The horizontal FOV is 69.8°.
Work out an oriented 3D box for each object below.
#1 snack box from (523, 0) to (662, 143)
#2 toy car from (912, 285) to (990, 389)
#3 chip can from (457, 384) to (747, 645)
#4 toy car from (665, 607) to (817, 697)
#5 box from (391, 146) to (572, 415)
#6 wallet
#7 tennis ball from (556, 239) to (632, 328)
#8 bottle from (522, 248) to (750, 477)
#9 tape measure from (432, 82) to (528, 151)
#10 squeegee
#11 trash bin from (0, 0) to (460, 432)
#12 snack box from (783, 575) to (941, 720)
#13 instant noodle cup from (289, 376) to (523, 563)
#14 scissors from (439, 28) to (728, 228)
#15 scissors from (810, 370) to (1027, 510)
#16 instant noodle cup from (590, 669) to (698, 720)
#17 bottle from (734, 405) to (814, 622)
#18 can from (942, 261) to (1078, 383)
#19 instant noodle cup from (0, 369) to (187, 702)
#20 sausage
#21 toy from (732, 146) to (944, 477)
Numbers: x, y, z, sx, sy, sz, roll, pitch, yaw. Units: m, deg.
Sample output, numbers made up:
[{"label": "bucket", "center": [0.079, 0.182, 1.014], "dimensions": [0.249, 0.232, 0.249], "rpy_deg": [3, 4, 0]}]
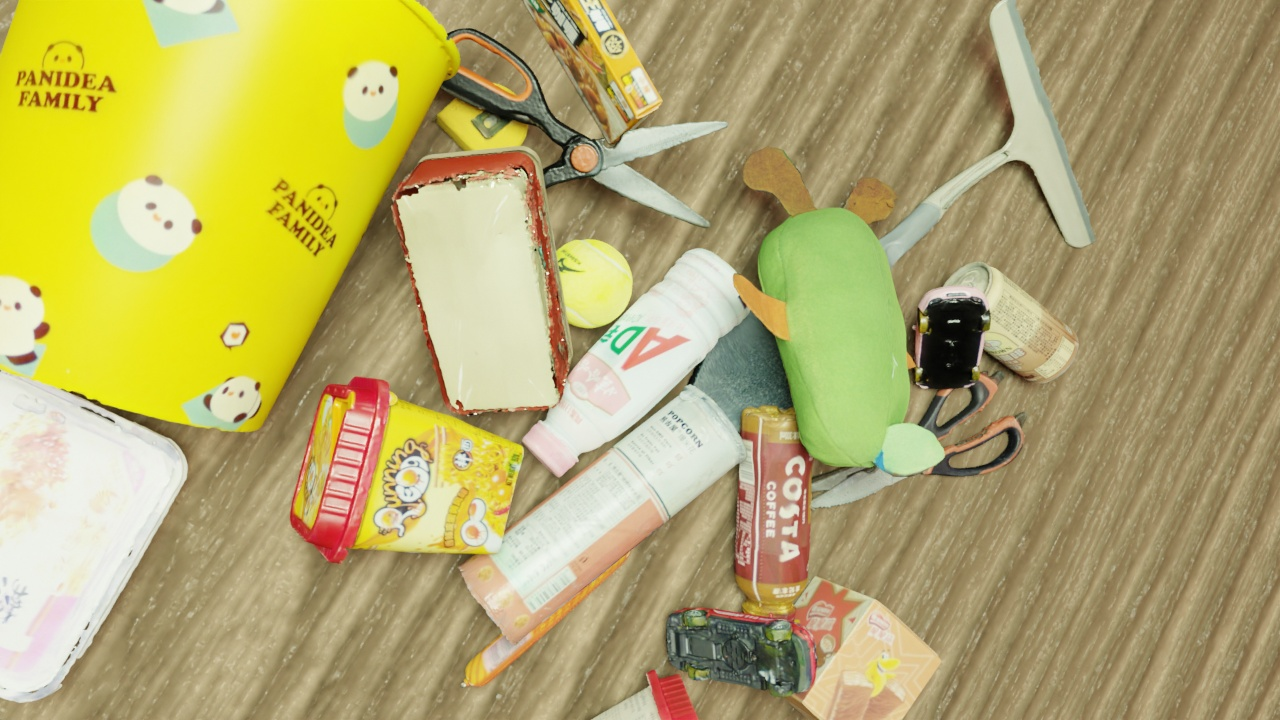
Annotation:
[{"label": "snack box", "center": [-0.043, -0.239, 0.670], "dimensions": [0.026, 0.075, 0.154], "rpy_deg": [-34, 98, -16]}, {"label": "toy car", "center": [0.248, -0.019, 0.738], "dimensions": [0.056, 0.122, 0.037], "rpy_deg": [0, 55, 13]}, {"label": "chip can", "center": [-0.026, 0.109, 0.662], "dimensions": [0.214, 0.071, 0.071], "rpy_deg": [-37, 99, -13]}, {"label": "toy car", "center": [0.075, 0.210, 0.677], "dimensions": [0.045, 0.121, 0.053], "rpy_deg": [-10, 98, -52]}, {"label": "box", "center": [-0.097, -0.046, 0.599], "dimensions": [0.091, 0.079, 0.168], "rpy_deg": [-4, 121, 5]}, {"label": "wallet", "center": [0.102, 0.017, 0.739], "dimensions": [0.121, 0.019, 0.097], "rpy_deg": [26, 82, -14]}, {"label": "tennis ball", "center": [-0.039, -0.056, 0.671], "dimensions": [0.065, 0.065, 0.065], "rpy_deg": [1, 88, -18]}, {"label": "bottle", "center": [-0.004, 0.004, 0.680], "dimensions": [0.196, 0.068, 0.068], "rpy_deg": [-45, 101, -11]}, {"label": "tape measure", "center": [-0.111, -0.174, 0.671], "dimensions": [0.060, 0.029, 0.057], "rpy_deg": [45, 76, -12]}, {"label": "squeegee", "center": [0.256, -0.129, 0.782], "dimensions": [0.246, 0.039, 0.246], "rpy_deg": [-39, 118, -8]}, {"label": "trash bin", "center": [-0.259, -0.109, 0.530], "dimensions": [0.229, 0.230, 0.255], "rpy_deg": [23, 87, -16]}, {"label": "snack box", "center": [0.156, 0.234, 0.709], "dimensions": [0.077, 0.093, 0.094], "rpy_deg": [43, 77, -12]}, {"label": "instant noodle cup", "center": [-0.154, 0.078, 0.613], "dimensions": [0.123, 0.116, 0.116], "rpy_deg": [17, 83, -28]}, {"label": "scissors", "center": [-0.062, -0.142, 0.648], "dimensions": [0.225, 0.021, 0.221], "rpy_deg": [-41, 102, 15]}, {"label": "scissors", "center": [0.233, 0.067, 0.781], "dimensions": [0.206, 0.015, 0.194], "rpy_deg": [22, 83, -16]}, {"label": "instant noodle cup", "center": [-0.007, 0.302, 0.653], "dimensions": [0.124, 0.116, 0.116], "rpy_deg": [-21, 95, -5]}, {"label": "bottle", "center": [0.102, 0.124, 0.709], "dimensions": [0.057, 0.057, 0.175], "rpy_deg": [0, 96, -18]}, {"label": "can", "center": [0.312, -0.031, 0.778], "dimensions": [0.116, 0.059, 0.058], "rpy_deg": [32, 79, -22]}, {"label": "instant noodle cup", "center": [-0.377, 0.102, 0.563], "dimensions": [0.138, 0.060, 0.173], "rpy_deg": [30, 81, -15]}, {"label": "sausage", "center": [-0.066, 0.184, 0.678], "dimensions": [0.165, 0.021, 0.021], "rpy_deg": [-39, 99, -15]}, {"label": "toy", "center": [0.142, -0.034, 0.673], "dimensions": [0.226, 0.090, 0.246], "rpy_deg": [13, 66, -39]}]
